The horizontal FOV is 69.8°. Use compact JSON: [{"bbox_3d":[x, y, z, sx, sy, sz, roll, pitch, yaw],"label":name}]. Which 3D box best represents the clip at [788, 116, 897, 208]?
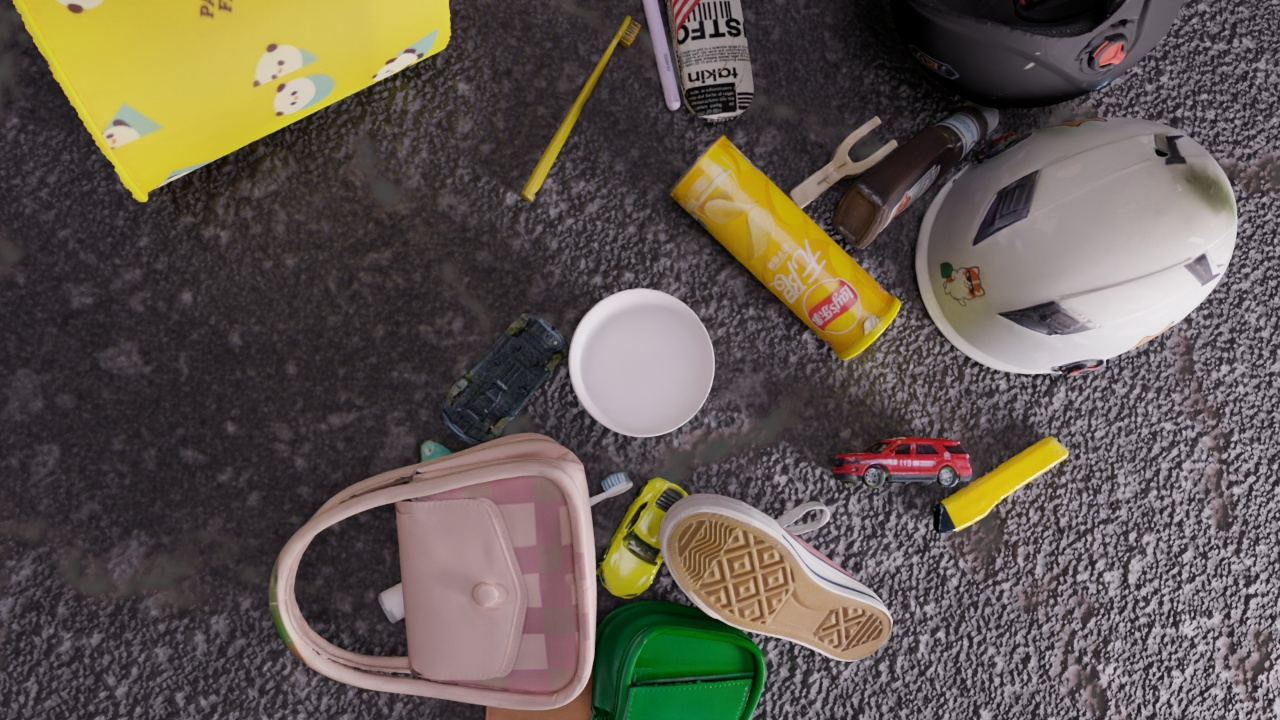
[{"bbox_3d":[0.183,-0.177,0.810,0.101,0.095,0.035,-36,92,-23],"label":"clip"}]

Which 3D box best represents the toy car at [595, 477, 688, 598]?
[{"bbox_3d":[0.004,0.149,0.763,0.048,0.032,0.105,32,82,-7],"label":"toy car"}]

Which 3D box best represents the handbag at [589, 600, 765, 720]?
[{"bbox_3d":[0.025,0.258,0.731,0.131,0.068,0.120,16,88,-23],"label":"handbag"}]

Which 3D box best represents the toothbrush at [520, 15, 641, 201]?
[{"bbox_3d":[-0.051,-0.218,0.794,0.016,0.016,0.190,31,80,-13],"label":"toothbrush"}]

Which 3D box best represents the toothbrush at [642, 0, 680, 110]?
[{"bbox_3d":[0.011,-0.314,0.811,0.029,0.021,0.189,-12,89,-23],"label":"toothbrush"}]

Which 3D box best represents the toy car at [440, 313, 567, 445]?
[{"bbox_3d":[-0.112,0.015,0.752,0.054,0.037,0.120,41,69,-4],"label":"toy car"}]

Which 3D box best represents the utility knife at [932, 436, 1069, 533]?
[{"bbox_3d":[0.328,0.113,0.836,0.156,0.015,0.033,-27,97,-13],"label":"utility knife"}]

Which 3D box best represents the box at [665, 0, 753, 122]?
[{"bbox_3d":[0.060,-0.291,0.805,0.069,0.052,0.164,-12,87,7],"label":"box"}]

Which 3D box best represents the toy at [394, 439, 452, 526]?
[{"bbox_3d":[-0.151,0.106,0.740,0.092,0.030,0.096,37,87,-1],"label":"toy"}]

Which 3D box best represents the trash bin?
[{"bbox_3d":[-0.291,-0.268,0.656,0.254,0.230,0.229,-28,90,-18],"label":"trash bin"}]

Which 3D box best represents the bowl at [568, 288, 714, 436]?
[{"bbox_3d":[-0.004,0.004,0.757,0.118,0.065,0.118,1,84,-12],"label":"bowl"}]

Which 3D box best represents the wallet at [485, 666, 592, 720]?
[{"bbox_3d":[-0.068,0.295,0.743,0.115,0.020,0.101,4,84,-8],"label":"wallet"}]

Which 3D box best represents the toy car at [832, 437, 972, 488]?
[{"bbox_3d":[0.227,0.089,0.802,0.120,0.053,0.045,-1,83,-14],"label":"toy car"}]

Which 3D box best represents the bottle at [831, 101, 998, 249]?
[{"bbox_3d":[0.250,-0.175,0.816,0.194,0.080,0.044,-39,74,-25],"label":"bottle"}]

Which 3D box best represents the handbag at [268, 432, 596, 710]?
[{"bbox_3d":[-0.150,0.162,0.681,0.234,0.093,0.193,-4,101,-10],"label":"handbag"}]

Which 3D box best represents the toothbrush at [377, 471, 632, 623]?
[{"bbox_3d":[-0.105,0.148,0.744,0.220,0.027,0.026,-26,64,-12],"label":"toothbrush"}]

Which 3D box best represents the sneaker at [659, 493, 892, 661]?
[{"bbox_3d":[0.105,0.168,0.754,0.241,0.087,0.118,31,103,-27],"label":"sneaker"}]

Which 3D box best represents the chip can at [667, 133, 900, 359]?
[{"bbox_3d":[0.123,-0.096,0.788,0.213,0.072,0.072,43,79,-3],"label":"chip can"}]

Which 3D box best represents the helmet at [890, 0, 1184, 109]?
[{"bbox_3d":[0.329,-0.324,0.769,0.274,0.230,0.233,-35,59,-9],"label":"helmet"}]

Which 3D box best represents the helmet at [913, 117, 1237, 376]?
[{"bbox_3d":[0.396,-0.108,0.797,0.273,0.157,0.230,-18,88,-12],"label":"helmet"}]
